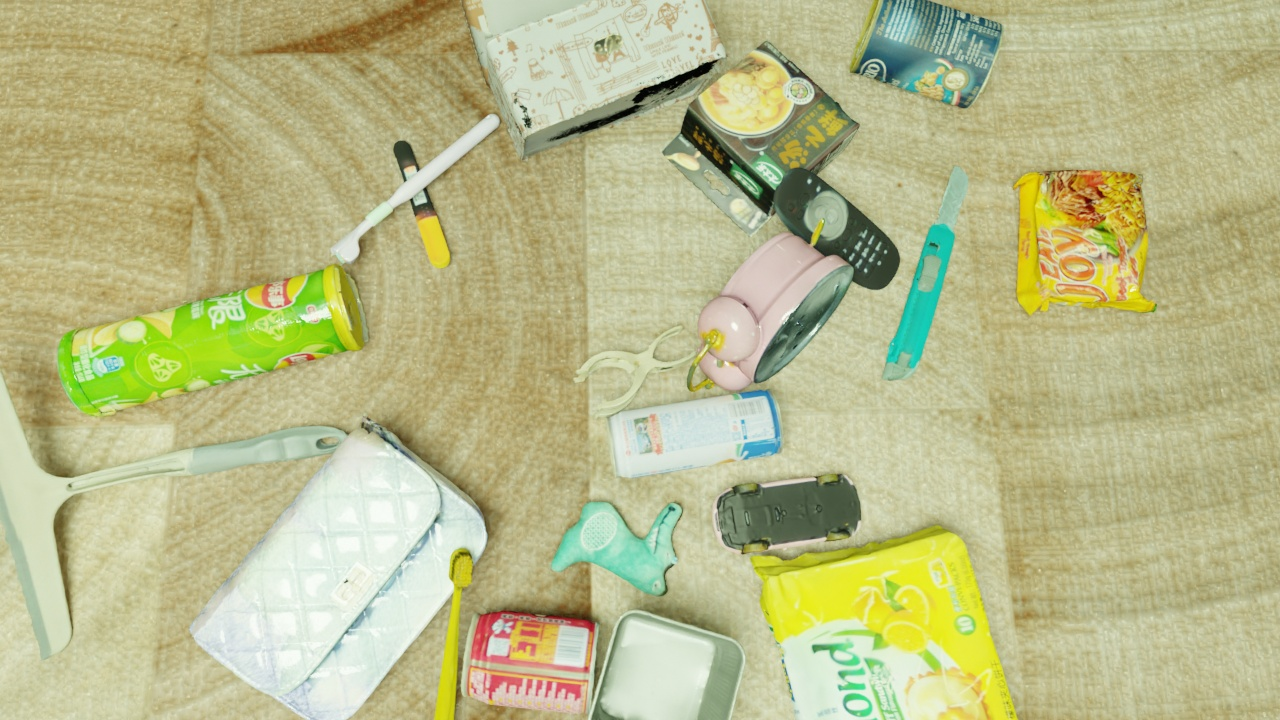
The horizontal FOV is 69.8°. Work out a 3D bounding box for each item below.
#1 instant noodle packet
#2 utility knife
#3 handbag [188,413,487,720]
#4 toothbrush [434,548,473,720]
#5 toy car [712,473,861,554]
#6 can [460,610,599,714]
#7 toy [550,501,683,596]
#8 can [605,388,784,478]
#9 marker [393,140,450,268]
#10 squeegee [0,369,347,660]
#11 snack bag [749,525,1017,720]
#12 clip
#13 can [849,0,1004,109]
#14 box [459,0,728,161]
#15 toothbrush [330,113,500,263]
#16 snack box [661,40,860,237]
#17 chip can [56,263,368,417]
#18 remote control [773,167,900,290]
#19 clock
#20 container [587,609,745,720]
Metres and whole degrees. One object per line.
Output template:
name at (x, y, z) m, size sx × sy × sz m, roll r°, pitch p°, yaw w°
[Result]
instant noodle packet at (0.377, -0.100, 0.780) m, size 0.111 × 0.044 × 0.128 m, roll 2°, pitch 77°, yaw 3°
utility knife at (0.247, -0.075, 0.783) m, size 0.029 × 0.013 × 0.207 m, roll 20°, pitch 77°, yaw 2°
handbag at (-0.211, 0.155, 0.673) m, size 0.134 × 0.076 × 0.193 m, roll 38°, pitch 79°, yaw -6°
toothbrush at (-0.138, 0.229, 0.664) m, size 0.015 × 0.017 × 0.190 m, roll 4°, pitch 97°, yaw -24°
toy car at (0.115, 0.121, 0.722) m, size 0.122 × 0.037 × 0.056 m, roll -4°, pitch 79°, yaw -16°
can at (-0.080, 0.221, 0.675) m, size 0.094 × 0.066 × 0.066 m, roll 6°, pitch 76°, yaw -1°
toy at (-0.010, 0.143, 0.717) m, size 0.092 × 0.030 × 0.096 m, roll 33°, pitch 70°, yaw 1°
can at (0.041, 0.058, 0.724) m, size 0.134 × 0.053 × 0.053 m, roll -9°, pitch 77°, yaw -4°
marker at (-0.187, -0.134, 0.783) m, size 0.018 × 0.015 × 0.123 m, roll -20°, pitch 76°, yaw -8°
squeegee at (-0.352, 0.080, 0.706) m, size 0.246 × 0.039 × 0.246 m, roll -11°, pitch 104°, yaw -16°
snack bag at (0.186, 0.250, 0.677) m, size 0.158 × 0.068 × 0.246 m, roll -12°, pitch 77°, yaw -5°
clip at (-0.013, -0.003, 0.748) m, size 0.083 × 0.035 × 0.104 m, roll 42°, pitch 74°, yaw 7°
can at (0.248, -0.271, 0.798) m, size 0.111 × 0.075 × 0.075 m, roll 18°, pitch 77°, yaw 2°
box at (-0.049, -0.284, 0.752) m, size 0.182 × 0.153 × 0.178 m, roll -23°, pitch 97°, yaw -8°
toothbrush at (-0.183, -0.148, 0.769) m, size 0.029 × 0.021 × 0.188 m, roll 25°, pitch 63°, yaw 37°
snack box at (0.103, -0.192, 0.791) m, size 0.113 × 0.053 × 0.125 m, roll 45°, pitch 74°, yaw 8°
chip can at (-0.333, -0.015, 0.719) m, size 0.221 × 0.073 × 0.072 m, roll -15°, pitch 78°, yaw -5°
remote control at (0.162, -0.108, 0.766) m, size 0.136 × 0.024 × 0.053 m, roll 35°, pitch 84°, yaw -21°
clock at (0.094, -0.031, 0.718) m, size 0.060 × 0.117 × 0.158 m, roll 41°, pitch 76°, yaw 18°
container at (0.015, 0.229, 0.652) m, size 0.090 × 0.114 × 0.090 m, roll 17°, pitch 76°, yaw 2°
